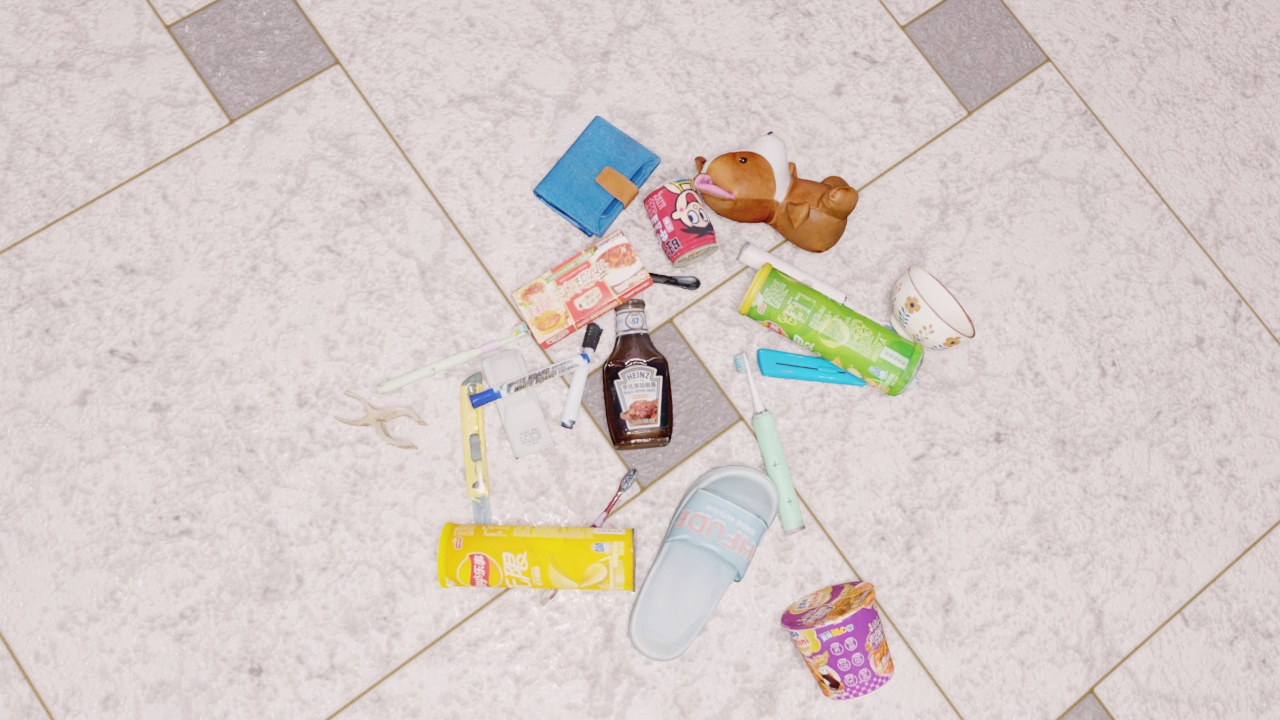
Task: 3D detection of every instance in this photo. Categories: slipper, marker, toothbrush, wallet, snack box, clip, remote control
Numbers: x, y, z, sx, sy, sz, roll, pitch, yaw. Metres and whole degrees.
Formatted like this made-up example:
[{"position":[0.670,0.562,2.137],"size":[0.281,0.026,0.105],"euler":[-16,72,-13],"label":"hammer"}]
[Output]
[{"position":[0.069,0.224,1.033],"size":[0.104,0.074,0.245],"euler":[32,78,2],"label":"slipper"},{"position":[-0.069,0.018,1.088],"size":[0.022,0.018,0.130],"euler":[16,77,-12],"label":"marker"},{"position":[-0.057,0.201,1.052],"size":[0.016,0.017,0.187],"euler":[35,77,1],"label":"toothbrush"},{"position":[0.153,0.096,1.092],"size":[0.027,0.026,0.224],"euler":[-17,81,12],"label":"toothbrush"},{"position":[-0.053,-0.226,1.130],"size":[0.106,0.040,0.133],"euler":[36,78,6],"label":"wallet"},{"position":[-0.068,-0.084,1.080],"size":[0.153,0.025,0.075],"euler":[-31,71,2],"label":"snack box"},{"position":[-0.290,0.058,1.049],"size":[0.104,0.035,0.080],"euler":[33,80,9],"label":"clip"},{"position":[-0.144,0.050,1.070],"size":[0.049,0.024,0.125],"euler":[-20,82,-12],"label":"remote control"},{"position":[-0.219,-0.002,1.075],"size":[0.189,0.029,0.020],"euler":[-23,123,-9],"label":"toothbrush"},{"position":[0.222,-0.085,1.136],"size":[0.221,0.026,0.027],"euler":[28,118,0],"label":"toothbrush"},{"position":[-0.126,0.023,1.056],"size":[0.145,0.017,0.017],"euler":[-21,82,-15],"label":"marker"}]

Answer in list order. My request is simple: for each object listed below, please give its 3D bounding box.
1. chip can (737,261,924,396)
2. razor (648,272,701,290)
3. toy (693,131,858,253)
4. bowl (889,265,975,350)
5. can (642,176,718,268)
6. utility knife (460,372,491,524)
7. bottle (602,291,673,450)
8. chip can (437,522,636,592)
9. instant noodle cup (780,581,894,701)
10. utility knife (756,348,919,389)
[{"position":[0.228,-0.036,1.095],"size":[0.221,0.073,0.072],"euler":[29,77,5],"label":"chip can"},{"position":[0.003,-0.104,1.117],"size":[0.142,0.022,0.042],"euler":[9,72,-3],"label":"razor"},{"position":[0.160,-0.207,1.108],"size":[0.199,0.140,0.131],"euler":[13,107,1],"label":"toy"},{"position":[0.345,-0.053,1.115],"size":[0.113,0.113,0.062],"euler":[47,119,4],"label":"bowl"},{"position":[0.049,-0.166,1.113],"size":[0.066,0.066,0.093],"euler":[-21,82,-10],"label":"can"},{"position":[-0.189,0.110,1.060],"size":[0.031,0.020,0.194],"euler":[-6,84,-2],"label":"utility knife"},{"position":[-0.006,0.006,1.084],"size":[0.080,0.044,0.194],"euler":[-4,78,-5],"label":"bottle"},{"position":[-0.110,0.215,1.005],"size":[0.213,0.072,0.072],"euler":[1,78,0],"label":"chip can"},{"position":[0.225,0.314,1.019],"size":[0.111,0.112,0.099],"euler":[-22,90,-10],"label":"instant noodle cup"},{"position":[0.243,0.014,1.124],"size":[0.206,0.018,0.034],"euler":[7,77,-6],"label":"utility knife"}]
